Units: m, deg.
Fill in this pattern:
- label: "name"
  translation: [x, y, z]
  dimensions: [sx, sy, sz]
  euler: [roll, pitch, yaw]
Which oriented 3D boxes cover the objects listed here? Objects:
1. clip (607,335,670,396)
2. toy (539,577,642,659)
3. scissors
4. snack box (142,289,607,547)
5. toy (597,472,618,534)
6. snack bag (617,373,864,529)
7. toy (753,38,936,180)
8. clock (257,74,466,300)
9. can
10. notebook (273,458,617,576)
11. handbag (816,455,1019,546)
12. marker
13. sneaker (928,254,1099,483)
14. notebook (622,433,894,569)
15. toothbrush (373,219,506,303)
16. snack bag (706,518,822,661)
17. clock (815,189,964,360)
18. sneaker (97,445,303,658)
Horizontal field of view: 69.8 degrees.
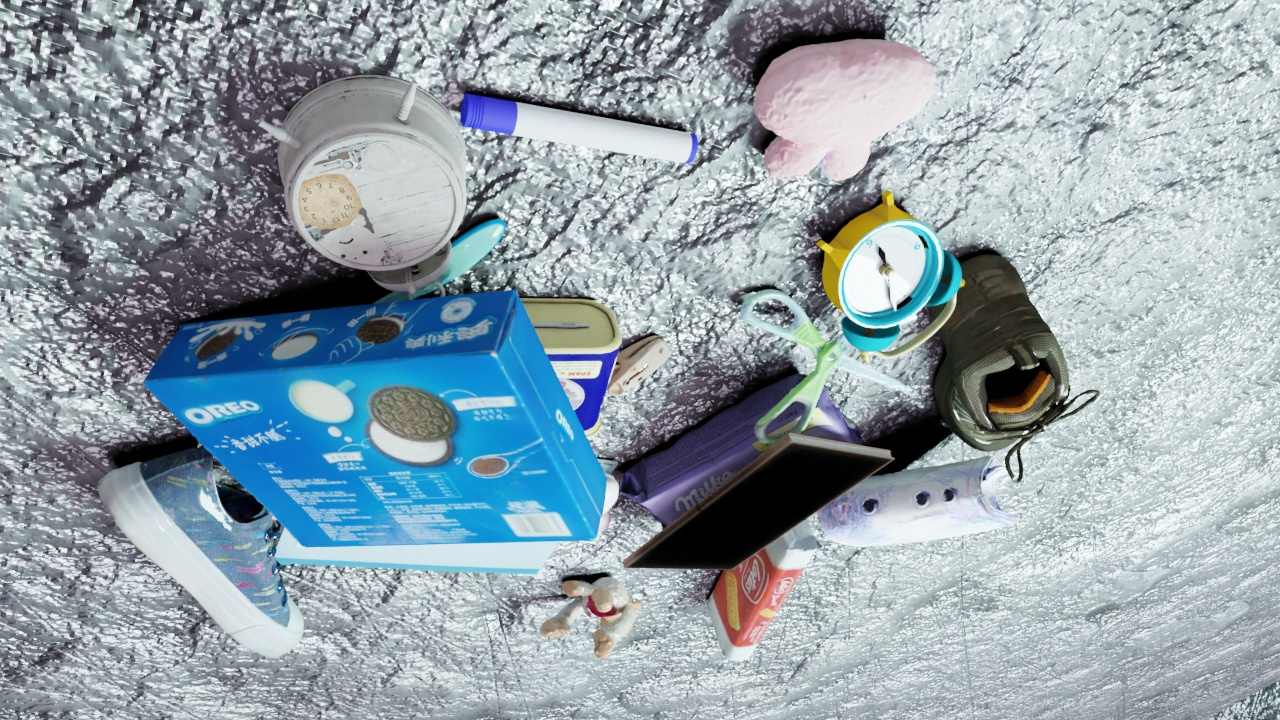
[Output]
- label: "clip"
  translation: [-0.008, 0.003, 0.702]
  dimensions: [0.052, 0.058, 0.026]
  euler: [7, 151, 34]
- label: "toy"
  translation: [-0.041, 0.260, 0.946]
  dimensions: [0.085, 0.074, 0.105]
  euler: [-3, 171, 31]
- label: "scissors"
  translation: [0.145, -0.007, 0.710]
  dimensions: [0.171, 0.023, 0.172]
  euler: [-47, 105, -6]
- label: "snack box"
  translation: [-0.162, 0.050, 0.602]
  dimensions: [0.239, 0.056, 0.196]
  euler: [-4, 138, 16]
- label: "toy"
  translation: [-0.058, 0.118, 0.784]
  dimensions: [0.079, 0.038, 0.123]
  euler: [-33, 139, -4]
- label: "snack bag"
  translation: [0.085, 0.086, 0.800]
  dimensions: [0.206, 0.058, 0.096]
  euler: [-30, 135, 17]
- label: "toy"
  translation: [0.117, -0.148, 0.558]
  dimensions: [0.108, 0.053, 0.105]
  euler: [-7, 149, -14]
- label: "clock"
  translation: [-0.143, -0.083, 0.523]
  dimensions: [0.103, 0.061, 0.157]
  euler: [-16, 138, -3]
- label: "can"
  translation: [-0.076, 0.007, 0.652]
  dimensions: [0.116, 0.056, 0.092]
  euler: [-1, 135, -20]
- label: "notebook"
  translation: [-0.168, 0.129, 0.789]
  dimensions: [0.253, 0.009, 0.182]
  euler: [11, 131, -31]
- label: "handbag"
  translation: [0.262, 0.132, 0.868]
  dimensions: [0.159, 0.069, 0.126]
  euler: [-16, 160, 33]
- label: "marker"
  translation: [-0.034, -0.135, 0.539]
  dimensions: [0.141, 0.020, 0.020]
  euler: [4, 135, -24]
- label: "sneaker"
  translation: [0.314, 0.032, 0.757]
  dimensions: [0.101, 0.142, 0.238]
  euler: [-25, 139, 7]
- label: "notebook"
  translation: [0.100, 0.129, 0.794]
  dimensions: [0.141, 0.008, 0.210]
  euler: [12, 136, -41]
- label: "toothbrush"
  translation: [-0.141, -0.051, 0.593]
  dimensions: [0.135, 0.017, 0.022]
  euler: [-31, 135, 14]
- label: "snack bag"
  translation: [0.121, 0.225, 0.950]
  dimensions: [0.041, 0.077, 0.226]
  euler: [-5, 138, -19]
- label: "clock"
  translation: [0.184, -0.058, 0.674]
  dimensions: [0.099, 0.043, 0.129]
  euler: [-38, 123, 4]
- label: "sneaker"
  translation: [-0.315, 0.146, 0.715]
  dimensions: [0.079, 0.087, 0.236]
  euler: [-33, 137, -15]
